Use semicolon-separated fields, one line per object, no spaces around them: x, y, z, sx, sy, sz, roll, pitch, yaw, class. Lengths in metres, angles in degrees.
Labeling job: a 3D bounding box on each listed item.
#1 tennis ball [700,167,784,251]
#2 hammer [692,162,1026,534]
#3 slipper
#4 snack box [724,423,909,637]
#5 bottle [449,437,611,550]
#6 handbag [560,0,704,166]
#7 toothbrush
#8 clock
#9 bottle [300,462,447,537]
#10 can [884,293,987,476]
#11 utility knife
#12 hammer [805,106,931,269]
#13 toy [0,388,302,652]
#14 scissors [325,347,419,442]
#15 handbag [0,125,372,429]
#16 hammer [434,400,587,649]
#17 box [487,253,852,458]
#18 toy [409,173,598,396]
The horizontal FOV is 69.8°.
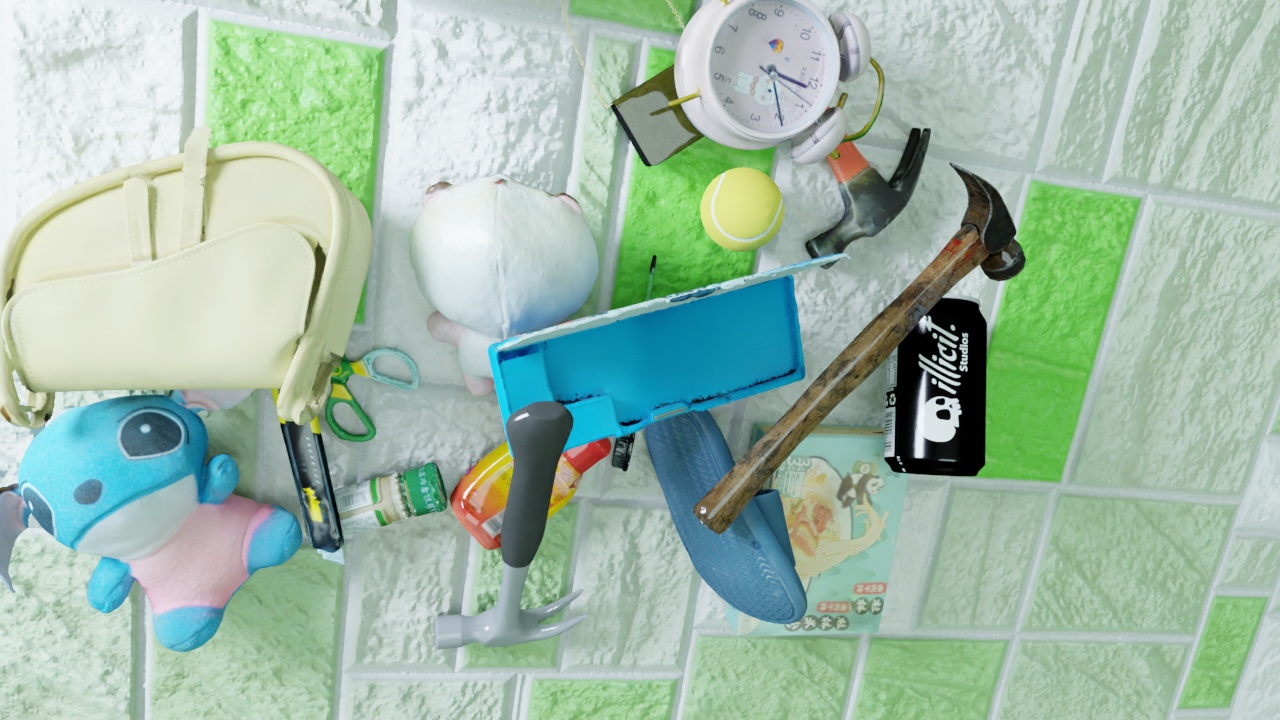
0.080;-0.118;0.721;0.065;0.065;0.065;-4;107;-12;tennis ball
0.157;0.001;0.697;0.330;0.033;0.120;-46;131;0;hammer
0.072;0.126;0.773;0.059;0.104;0.213;-29;91;-42;slipper
0.160;0.154;0.830;0.141;0.044;0.194;3;104;-15;snack box
-0.087;0.094;0.753;0.134;0.048;0.071;-37;111;-1;bottle
-0.008;-0.241;0.691;0.084;0.027;0.178;-32;105;-4;handbag
-0.005;0.004;0.765;0.017;0.014;0.188;6;104;-7;toothbrush
0.105;-0.208;0.674;0.158;0.059;0.117;15;101;-16;clock
-0.212;0.115;0.734;0.110;0.042;0.043;-15;109;-7;bottle
0.248;0.022;0.771;0.080;0.080;0.146;6;82;-15;can
-0.253;0.074;0.698;0.029;0.020;0.174;-12;96;-4;utility knife
0.108;-0.238;0.712;0.133;0.033;0.333;-38;110;2;hammer
-0.344;0.103;0.675;0.224;0.099;0.191;-41;116;-10;toy
-0.229;0.001;0.712;0.112;0.012;0.131;-27;108;-1;scissors
-0.303;-0.050;0.611;0.233;0.089;0.190;-2;78;-5;handbag
-0.087;0.137;0.697;0.125;0.029;0.312;0;137;-16;hammer
0.025;-0.003;0.653;0.243;0.114;0.114;-16;106;-20;box
-0.102;-0.048;0.687;0.139;0.101;0.180;2;121;-7;toy
